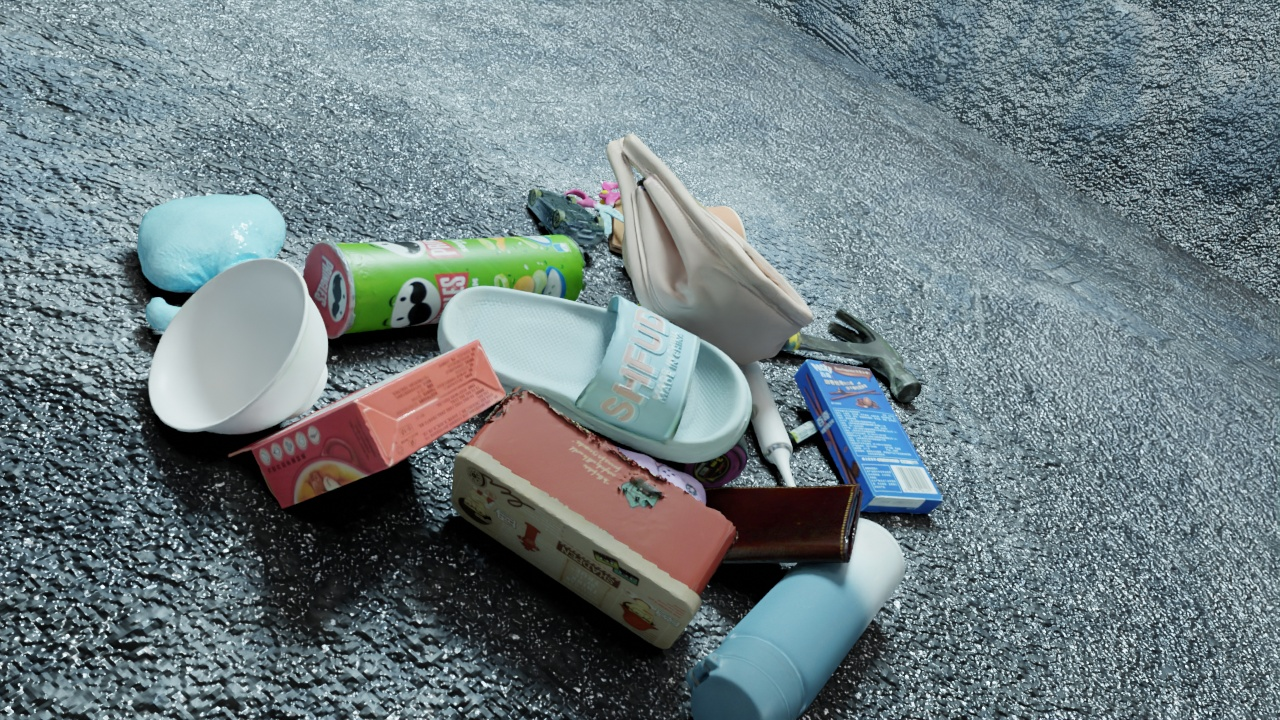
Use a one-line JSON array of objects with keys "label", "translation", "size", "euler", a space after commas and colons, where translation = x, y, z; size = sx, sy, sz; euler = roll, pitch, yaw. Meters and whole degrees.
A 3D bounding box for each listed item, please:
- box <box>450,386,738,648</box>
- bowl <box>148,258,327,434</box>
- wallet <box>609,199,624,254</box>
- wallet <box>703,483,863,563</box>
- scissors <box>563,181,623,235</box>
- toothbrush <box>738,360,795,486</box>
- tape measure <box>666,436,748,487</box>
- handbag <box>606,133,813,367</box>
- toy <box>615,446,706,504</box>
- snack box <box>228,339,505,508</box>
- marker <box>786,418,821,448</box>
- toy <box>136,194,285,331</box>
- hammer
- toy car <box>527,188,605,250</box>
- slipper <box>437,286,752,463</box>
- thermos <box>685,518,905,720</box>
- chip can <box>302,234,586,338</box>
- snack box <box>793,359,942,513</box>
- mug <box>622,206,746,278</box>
[{"label": "box", "translation": [-0.028, 0.093, 0.573], "size": [0.168, 0.091, 0.079], "euler": [32, 56, 8]}, {"label": "bowl", "translation": [-0.237, 0.002, 0.575], "size": [0.118, 0.118, 0.065], "euler": [53, 3, 37]}, {"label": "wallet", "translation": [0.012, -0.140, 1.042], "size": [0.101, 0.020, 0.115], "euler": [20, 34, -14]}, {"label": "wallet", "translation": [0.092, 0.115, 0.655], "size": [0.122, 0.020, 0.096], "euler": [-4, 18, 21]}, {"label": "scissors", "translation": [-0.048, -0.168, 1.016], "size": [0.096, 0.017, 0.137], "euler": [-4, 34, -1]}, {"label": "toothbrush", "translation": [0.114, 0.062, 0.807], "size": [0.026, 0.027, 0.220], "euler": [4, 36, -12]}, {"label": "tape measure", "translation": [0.053, 0.069, 0.719], "size": [0.057, 0.057, 0.039], "euler": [6, 35, -16]}, {"label": "handbag", "translation": [0.042, -0.114, 0.825], "size": [0.193, 0.093, 0.234], "euler": [27, 31, -56]}, {"label": "toy", "translation": [-0.003, 0.087, 0.667], "size": [0.108, 0.039, 0.084], "euler": [19, 5, -13]}, {"label": "snack box", "translation": [-0.166, 0.040, 0.565], "size": [0.113, 0.127, 0.044], "euler": [-35, 102, -56]}, {"label": "marker", "translation": [0.163, 0.063, 0.856], "size": [0.018, 0.015, 0.123], "euler": [42, 37, 25]}, {"label": "toy", "translation": [-0.307, -0.073, 0.665], "size": [0.156, 0.050, 0.161], "euler": [31, 39, 7]}, {"label": "hammer", "translation": [0.141, -0.024, 0.953], "size": [0.322, 0.032, 0.126], "euler": [9, 35, -27]}, {"label": "toy car", "translation": [-0.081, -0.150, 0.970], "size": [0.054, 0.037, 0.120], "euler": [5, 27, -32]}, {"label": "slipper", "translation": [-0.033, -0.005, 0.681], "size": [0.245, 0.074, 0.103], "euler": [18, 56, 4]}, {"label": "thermos", "translation": [0.107, 0.175, 0.596], "size": [0.070, 0.070, 0.219], "euler": [38, 33, 18]}, {"label": "chip can", "translation": [-0.151, -0.066, 0.752], "size": [0.235, 0.072, 0.072], "euler": [-10, 47, -46]}, {"label": "snack box", "translation": [0.207, 0.069, 0.846], "size": [0.084, 0.026, 0.157], "euler": [7, 45, -30]}, {"label": "mug", "translation": [0.048, -0.104, 0.958], "size": [0.105, 0.082, 0.114], "euler": [-6, 79, -30]}]
